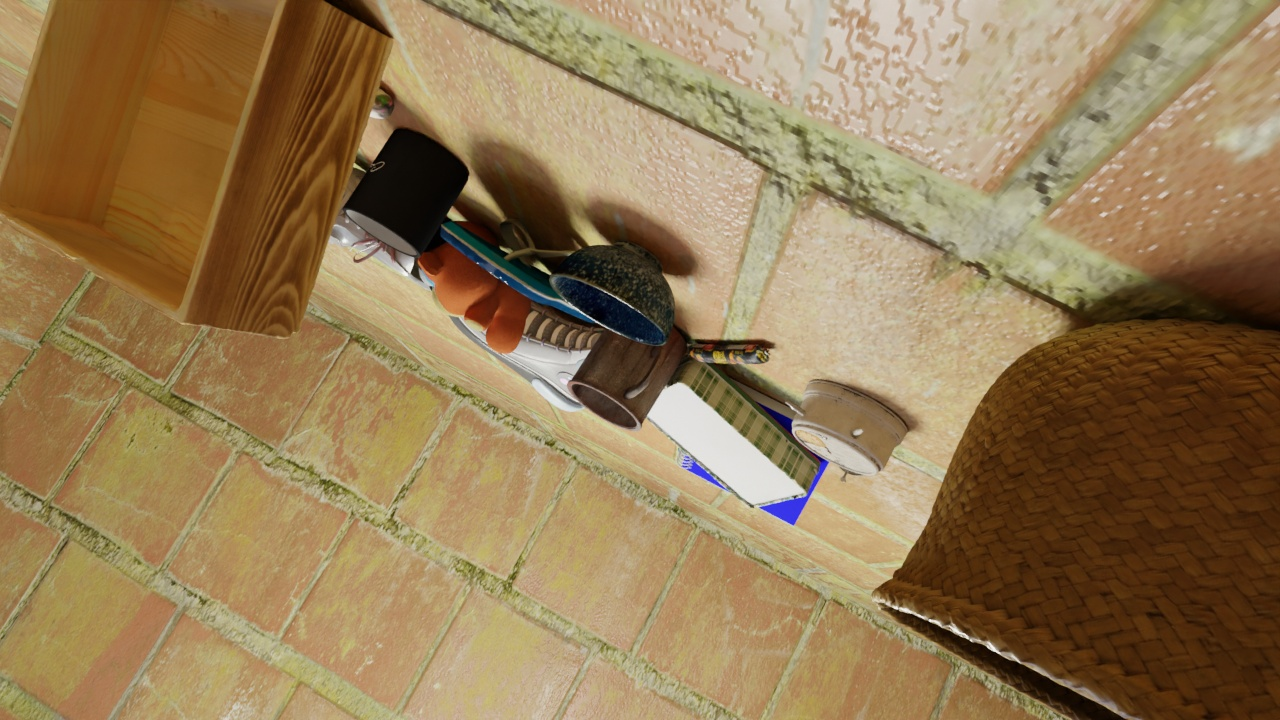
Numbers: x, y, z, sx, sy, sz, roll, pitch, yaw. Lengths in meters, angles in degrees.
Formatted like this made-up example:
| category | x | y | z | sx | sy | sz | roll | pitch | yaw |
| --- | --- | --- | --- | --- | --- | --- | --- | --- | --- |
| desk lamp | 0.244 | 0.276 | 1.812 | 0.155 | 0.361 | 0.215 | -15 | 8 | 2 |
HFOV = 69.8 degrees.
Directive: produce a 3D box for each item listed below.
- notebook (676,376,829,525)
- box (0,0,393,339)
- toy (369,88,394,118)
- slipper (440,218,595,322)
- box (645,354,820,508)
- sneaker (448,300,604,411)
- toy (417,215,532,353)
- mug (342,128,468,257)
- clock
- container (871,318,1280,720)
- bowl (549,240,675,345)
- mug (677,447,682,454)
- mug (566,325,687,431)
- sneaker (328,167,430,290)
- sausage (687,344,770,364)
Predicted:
| category | x | y | z | sx | sy | sz | roll | pitch | yaw |
| --- | --- | --- | --- | --- | --- | --- | --- | --- | --- |
| notebook | 0.134 | 0.107 | 1.099 | 0.171 | 0.022 | 0.210 | 27 | 146 | 12 |
| box | -0.384 | -0.211 | 0.575 | 0.279 | 0.286 | 0.336 | 23 | -176 | 30 |
| toy | -0.263 | -0.229 | 0.745 | 0.123 | 0.038 | 0.079 | 24 | 180 | 22 |
| slipper | -0.101 | -0.096 | 0.888 | 0.118 | 0.060 | 0.294 | 31 | -177 | 17 |
| box | 0.096 | 0.083 | 1.037 | 0.205 | 0.050 | 0.118 | 41 | 148 | -12 |
| sneaker | -0.114 | -0.038 | 1.127 | 0.256 | 0.092 | 0.161 | 41 | 151 | -21 |
| toy | -0.178 | -0.091 | 0.973 | 0.096 | 0.112 | 0.176 | -17 | 131 | 15 |
| mug | -0.220 | -0.152 | 0.842 | 0.078 | 0.088 | 0.114 | 36 | 167 | -29 |
| clock | 0.203 | 0.080 | 0.892 | 0.103 | 0.061 | 0.157 | 21 | 164 | 36 |
| container | 0.299 | 0.114 | 0.477 | 0.307 | 0.196 | 0.307 | 26 | 169 | 5 |
| bowl | -0.015 | -0.067 | 0.790 | 0.114 | 0.060 | 0.114 | 27 | 167 | 6 |
| mug | 0.116 | 0.121 | 1.221 | 0.121 | 0.078 | 0.078 | 26 | 169 | -1 |
| mug | -0.006 | 0.006 | 0.951 | 0.096 | 0.110 | 0.123 | 34 | 161 | -22 |
| sneaker | -0.274 | -0.143 | 1.009 | 0.236 | 0.099 | 0.090 | 28 | 172 | -35 |
| sausage | 0.086 | -0.007 | 0.907 | 0.020 | 0.020 | 0.155 | 34 | 168 | -21 |
